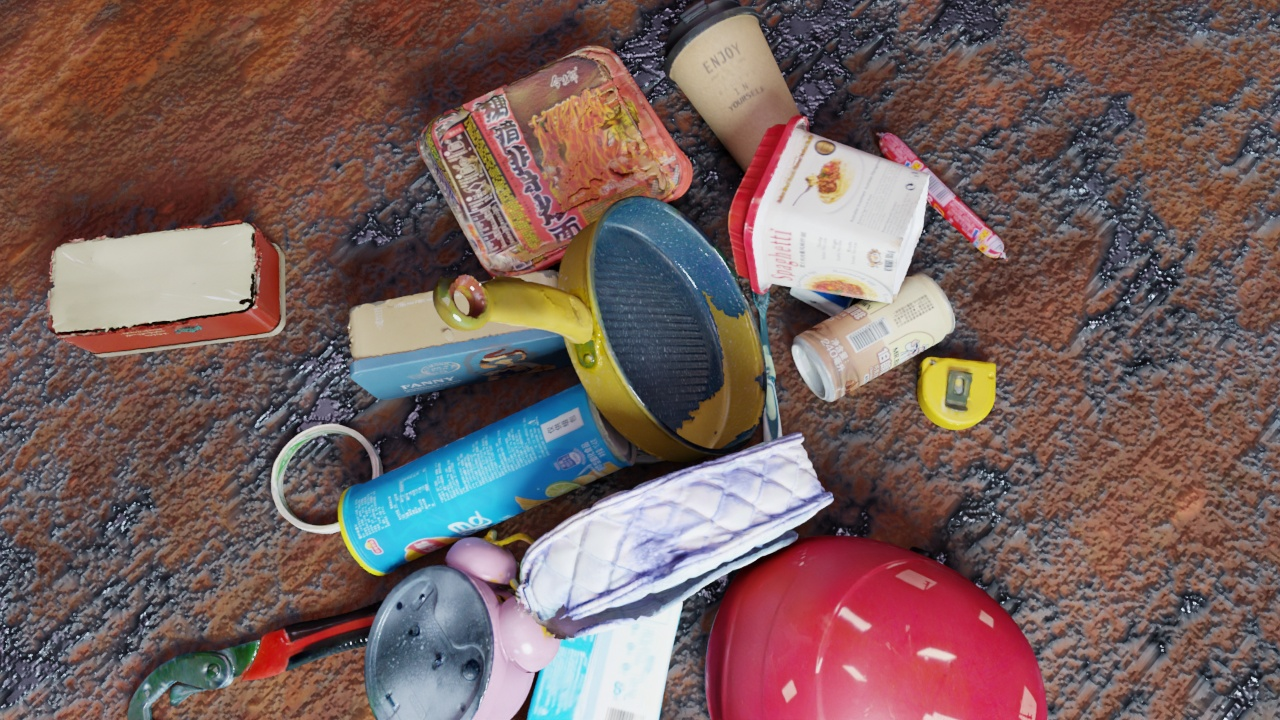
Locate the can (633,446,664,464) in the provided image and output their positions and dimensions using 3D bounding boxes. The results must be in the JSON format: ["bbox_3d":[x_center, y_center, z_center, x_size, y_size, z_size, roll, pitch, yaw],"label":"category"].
[{"bbox_3d":[-0.004,0.004,0.719,0.058,0.058,0.147,-5,73,1],"label":"can"}]

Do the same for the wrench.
[{"bbox_3d":[-0.249,0.216,0.686,0.273,0.016,0.056,-19,77,-3],"label":"wrench"}]

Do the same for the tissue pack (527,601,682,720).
[{"bbox_3d":[-0.025,0.214,0.652,0.090,0.063,0.140,12,75,4],"label":"tissue pack"}]

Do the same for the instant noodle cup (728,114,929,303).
[{"bbox_3d":[0.144,-0.106,0.694,0.124,0.116,0.116,18,69,20],"label":"instant noodle cup"}]

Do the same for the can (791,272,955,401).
[{"bbox_3d":[0.181,-0.018,0.718,0.116,0.058,0.058,-29,74,-7],"label":"can"}]

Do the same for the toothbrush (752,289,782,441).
[{"bbox_3d":[0.102,0.017,0.732,0.016,0.018,0.191,-3,71,2],"label":"toothbrush"}]

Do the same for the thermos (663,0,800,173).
[{"bbox_3d":[0.085,-0.225,0.774,0.093,0.093,0.143,-27,81,-6],"label":"thermos"}]

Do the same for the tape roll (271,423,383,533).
[{"bbox_3d":[-0.248,0.093,0.725,0.086,0.014,0.085,-1,73,2],"label":"tape roll"}]

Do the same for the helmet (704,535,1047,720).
[{"bbox_3d":[0.164,0.217,0.605,0.240,0.144,0.206,10,71,4],"label":"helmet"}]

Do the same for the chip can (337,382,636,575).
[{"bbox_3d":[-0.111,0.084,0.664,0.210,0.071,0.071,-25,73,11],"label":"chip can"}]

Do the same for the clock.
[{"bbox_3d":[-0.116,0.188,0.627,0.158,0.059,0.117,-53,53,8],"label":"clock"}]

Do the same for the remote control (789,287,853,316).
[{"bbox_3d":[0.174,-0.096,0.760,0.049,0.024,0.124,30,75,11],"label":"remote control"}]

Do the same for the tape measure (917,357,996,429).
[{"bbox_3d":[0.248,0.024,0.718,0.060,0.029,0.057,6,74,5],"label":"tape measure"}]

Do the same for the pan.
[{"bbox_3d":[-0.014,-0.025,0.594,0.078,0.356,0.197,-25,78,35],"label":"pan"}]

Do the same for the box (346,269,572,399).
[{"bbox_3d":[-0.142,-0.017,0.717,0.184,0.090,0.059,-13,74,1],"label":"box"}]

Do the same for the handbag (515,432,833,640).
[{"bbox_3d":[0.029,0.113,0.598,0.193,0.135,0.075,-11,73,-45],"label":"handbag"}]

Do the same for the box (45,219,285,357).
[{"bbox_3d":[-0.386,-0.063,0.747,0.168,0.076,0.091,-7,73,0],"label":"box"}]

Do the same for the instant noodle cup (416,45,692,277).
[{"bbox_3d":[-0.069,-0.157,0.761,0.188,0.079,0.164,-28,74,-5],"label":"instant noodle cup"}]

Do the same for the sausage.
[{"bbox_3d":[0.252,-0.139,0.773,0.020,0.020,0.156,-37,75,-9],"label":"sausage"}]
